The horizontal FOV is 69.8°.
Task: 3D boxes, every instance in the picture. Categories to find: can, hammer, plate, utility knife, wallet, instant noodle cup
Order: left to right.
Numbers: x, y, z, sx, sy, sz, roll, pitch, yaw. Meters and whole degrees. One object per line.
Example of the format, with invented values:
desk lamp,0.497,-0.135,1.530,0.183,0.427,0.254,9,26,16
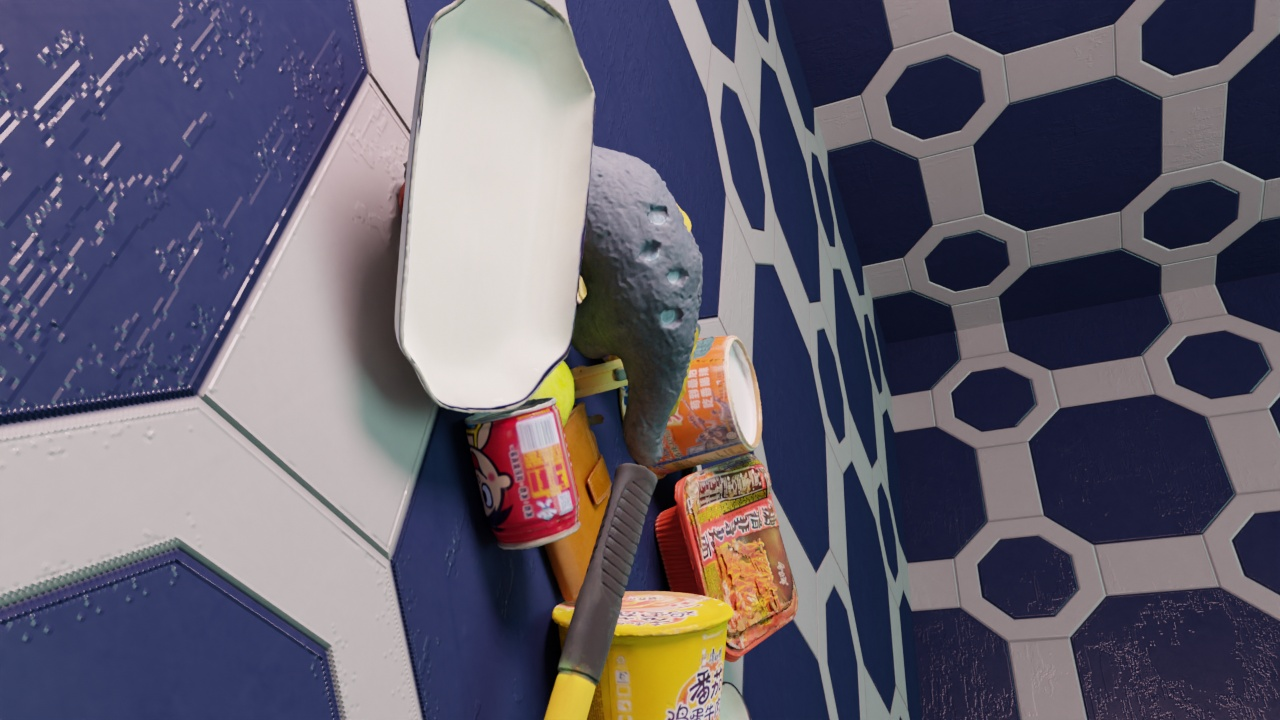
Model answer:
plate,-0.096,-0.100,0.585,0.161,0.034,0.266,-1,99,-56
can,-0.081,0.078,0.641,0.066,0.067,0.094,-24,102,-69
wallet,-0.054,0.109,0.753,0.118,0.035,0.131,-42,119,-59
hammer,-0.041,0.203,0.590,0.128,0.033,0.299,31,56,-21
utility knife,-0.005,0.005,0.826,0.189,0.020,0.031,-18,122,-40
instant noodle cup,0.003,0.243,0.698,0.138,0.138,0.109,5,84,-69
instant noodle cup,0.057,0.042,0.958,0.151,0.112,0.151,-10,90,-70
plate,0.078,0.425,0.923,0.192,0.039,0.192,-11,90,-70
instant noodle cup,0.087,0.202,0.955,0.164,0.079,0.188,-9,82,-53

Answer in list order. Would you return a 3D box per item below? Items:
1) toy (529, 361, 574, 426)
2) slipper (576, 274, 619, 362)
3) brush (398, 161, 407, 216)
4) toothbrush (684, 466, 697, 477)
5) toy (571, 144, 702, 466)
toy,-0.079,0.007,0.716,0.100,0.031,0.096,61,28,-3
slipper,-0.027,-0.065,0.860,0.081,0.092,0.191,-18,111,-30
brush,-0.114,-0.087,0.643,0.146,0.063,0.069,41,29,-57
toothbrush,0.063,0.207,1.028,0.014,0.016,0.189,22,60,-57
toy,-0.025,-0.085,0.742,0.356,0.138,0.091,64,27,-9
